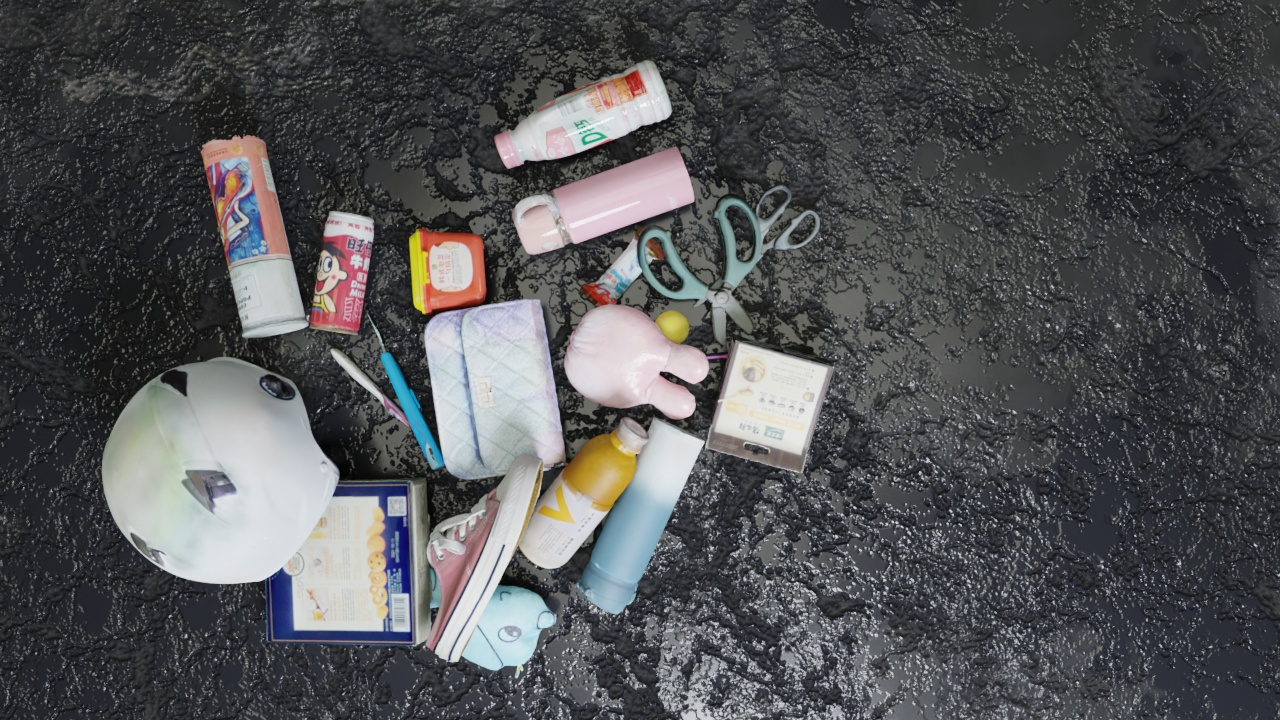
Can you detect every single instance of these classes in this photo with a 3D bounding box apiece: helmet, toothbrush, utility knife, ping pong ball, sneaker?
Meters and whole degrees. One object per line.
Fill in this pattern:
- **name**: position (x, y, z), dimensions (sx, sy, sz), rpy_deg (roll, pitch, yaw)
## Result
- **helmet**: position (-0.465, 0.115, 0.957), dimensions (0.229, 0.145, 0.258), rpy_deg (-42, 75, 15)
- **toothbrush**: position (-0.289, 0.055, 1.052), dimensions (0.187, 0.016, 0.017), rpy_deg (45, 100, 0)
- **utility knife**: position (-0.269, 0.030, 1.036), dimensions (0.018, 0.034, 0.204), rpy_deg (-26, 82, -9)
- **ping pong ball**: position (0.035, -0.036, 1.037), dimensions (0.040, 0.040, 0.040), rpy_deg (0, 90, 0)
- **toothbrush**: position (0.103, -0.004, 1.053), dimensions (0.189, 0.018, 0.014), rpy_deg (-5, 89, 4)
- **sneaker**: position (-0.180, 0.199, 0.964), dimensions (0.088, 0.118, 0.241), rpy_deg (26, 99, -1)

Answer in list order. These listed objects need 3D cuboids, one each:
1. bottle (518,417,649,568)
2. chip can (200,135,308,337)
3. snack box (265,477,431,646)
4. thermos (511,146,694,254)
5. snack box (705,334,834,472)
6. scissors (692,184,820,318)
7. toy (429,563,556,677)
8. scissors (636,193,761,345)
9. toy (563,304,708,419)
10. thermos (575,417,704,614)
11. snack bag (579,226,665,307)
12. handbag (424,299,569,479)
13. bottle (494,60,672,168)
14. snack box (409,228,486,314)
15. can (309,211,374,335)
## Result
- **bottle**: position (-0.061, 0.143, 1.004), dimensions (0.068, 0.068, 0.190), rpy_deg (38, 105, 0)
- **chip can**: position (-0.430, -0.137, 1.024), dimensions (0.071, 0.071, 0.214), rpy_deg (-13, 89, 0)
- **snack box**: position (-0.327, 0.222, 1.022), dimensions (0.183, 0.045, 0.178), rpy_deg (-2, 89, 11)
- **thermos**: position (-0.044, -0.179, 1.016), dimensions (0.198, 0.087, 0.067), rpy_deg (-18, 68, -1)
- **snack box**: position (0.142, 0.047, 1.025), dimensions (0.113, 0.053, 0.126), rpy_deg (15, 103, 1)
- **scissors**: position (0.135, -0.118, 1.051), dimensions (0.150, 0.014, 0.170), rpy_deg (5, 91, 2)
- **toy**: position (-0.180, 0.286, 1.034), dimensions (0.161, 0.050, 0.156), rpy_deg (-19, 88, 5)
- **scissors**: position (0.090, -0.111, 1.035), dimensions (0.175, 0.019, 0.176), rpy_deg (45, 89, -8)
- **toy**: position (-0.006, 0.006, 1.020), dimensions (0.159, 0.054, 0.121), rpy_deg (23, 114, 8)
- **thermos**: position (-0.001, 0.175, 1.027), dimensions (0.070, 0.070, 0.220), rpy_deg (24, 91, 0)
- **snack bag**: position (-0.019, -0.101, 1.045), dimensions (0.104, 0.026, 0.048), rpy_deg (-44, 102, 0)
- **handbag**: position (-0.161, 0.035, 1.020), dimensions (0.134, 0.075, 0.194), rpy_deg (-10, 91, -2)
- **bottle**: position (-0.066, -0.269, 1.027), dimensions (0.197, 0.068, 0.068), rpy_deg (-22, 90, 4)
- **snack box**: position (-0.213, -0.099, 1.020), dimensions (0.080, 0.082, 0.091), rpy_deg (-3, 89, -10)
- **can**: position (-0.335, -0.098, 1.032), dimensions (0.053, 0.053, 0.132), rpy_deg (9, 90, 0)
